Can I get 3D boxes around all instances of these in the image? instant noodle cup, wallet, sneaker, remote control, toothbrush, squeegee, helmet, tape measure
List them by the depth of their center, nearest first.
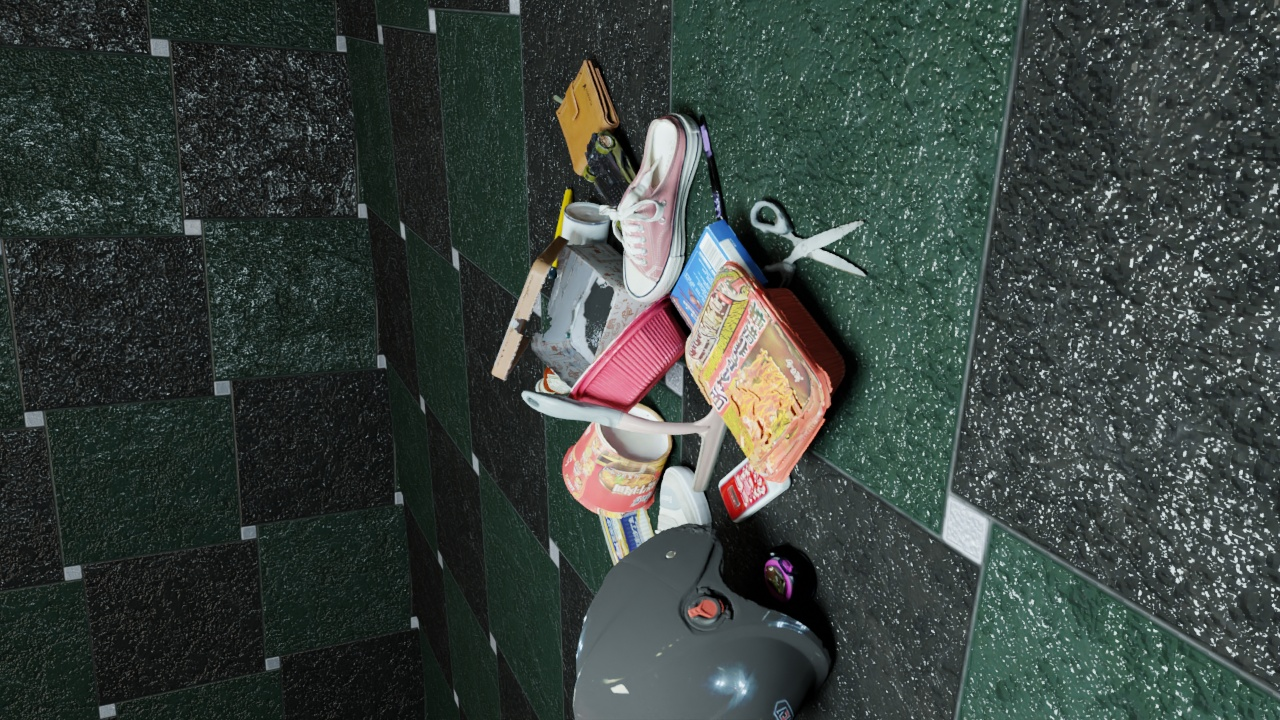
[{"bbox_3d":[0.129,0.009,0.915,0.188,0.079,0.165,59,148,28],"label":"instant noodle cup"},{"bbox_3d":[0.160,0.236,0.996,0.058,0.039,0.057,34,129,56],"label":"tape measure"},{"bbox_3d":[0.058,0.334,1.003,0.275,0.229,0.234,8,137,32],"label":"helmet"},{"bbox_3d":[0.083,-0.182,1.021,0.014,0.016,0.189,-19,81,64],"label":"toothbrush"},{"bbox_3d":[0.128,0.141,1.049,0.055,0.020,0.136,70,154,20],"label":"remote control"},{"bbox_3d":[-0.015,0.066,1.062,0.040,0.249,0.248,-87,7,-49],"label":"squeegee"},{"bbox_3d":[0.004,-0.173,1.083,0.118,0.087,0.242,41,133,35],"label":"sneaker"},{"bbox_3d":[-0.007,0.007,1.130,0.066,0.193,0.194,44,148,5],"label":"instant noodle cup"},{"bbox_3d":[0.044,0.260,1.188,0.090,0.090,0.242,-8,92,64],"label":"sneaker"},{"bbox_3d":[-0.027,0.127,1.244,0.137,0.137,0.109,61,141,33],"label":"instant noodle cup"},{"bbox_3d":[-0.076,-0.341,1.276,0.119,0.035,0.131,68,152,10],"label":"wallet"}]

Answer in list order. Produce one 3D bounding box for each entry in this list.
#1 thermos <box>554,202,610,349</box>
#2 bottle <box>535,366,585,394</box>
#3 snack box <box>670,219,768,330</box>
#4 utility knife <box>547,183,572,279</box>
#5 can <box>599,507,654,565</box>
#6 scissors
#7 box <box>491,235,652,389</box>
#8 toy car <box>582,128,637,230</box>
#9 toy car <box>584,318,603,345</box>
[{"bbox_3d":[-0.088,-0.115,1.338,0.073,0.073,0.225,52,141,45],"label":"thermos"},{"bbox_3d":[-0.132,0.027,1.503,0.206,0.059,0.059,148,110,-67],"label":"bottle"},{"bbox_3d":[0.083,-0.078,1.012,0.084,0.026,0.157,57,156,14],"label":"snack box"},{"bbox_3d":[-0.117,-0.191,1.367,0.033,0.015,0.164,91,-172,-68],"label":"utility knife"},{"bbox_3d":[-0.019,0.254,1.365,0.075,0.049,0.148,-43,61,61],"label":"can"},{"bbox_3d":[0.156,-0.110,0.899,0.175,0.014,0.160,62,150,32],"label":"scissors"},{"bbox_3d":[-0.109,-0.059,1.215,0.153,0.180,0.183,41,124,33],"label":"box"},{"bbox_3d":[-0.026,-0.228,1.195,0.158,0.042,0.070,60,150,14],"label":"toy car"},{"bbox_3d":[-0.058,-0.058,1.329,0.036,0.043,0.091,45,137,41],"label":"toy car"}]
